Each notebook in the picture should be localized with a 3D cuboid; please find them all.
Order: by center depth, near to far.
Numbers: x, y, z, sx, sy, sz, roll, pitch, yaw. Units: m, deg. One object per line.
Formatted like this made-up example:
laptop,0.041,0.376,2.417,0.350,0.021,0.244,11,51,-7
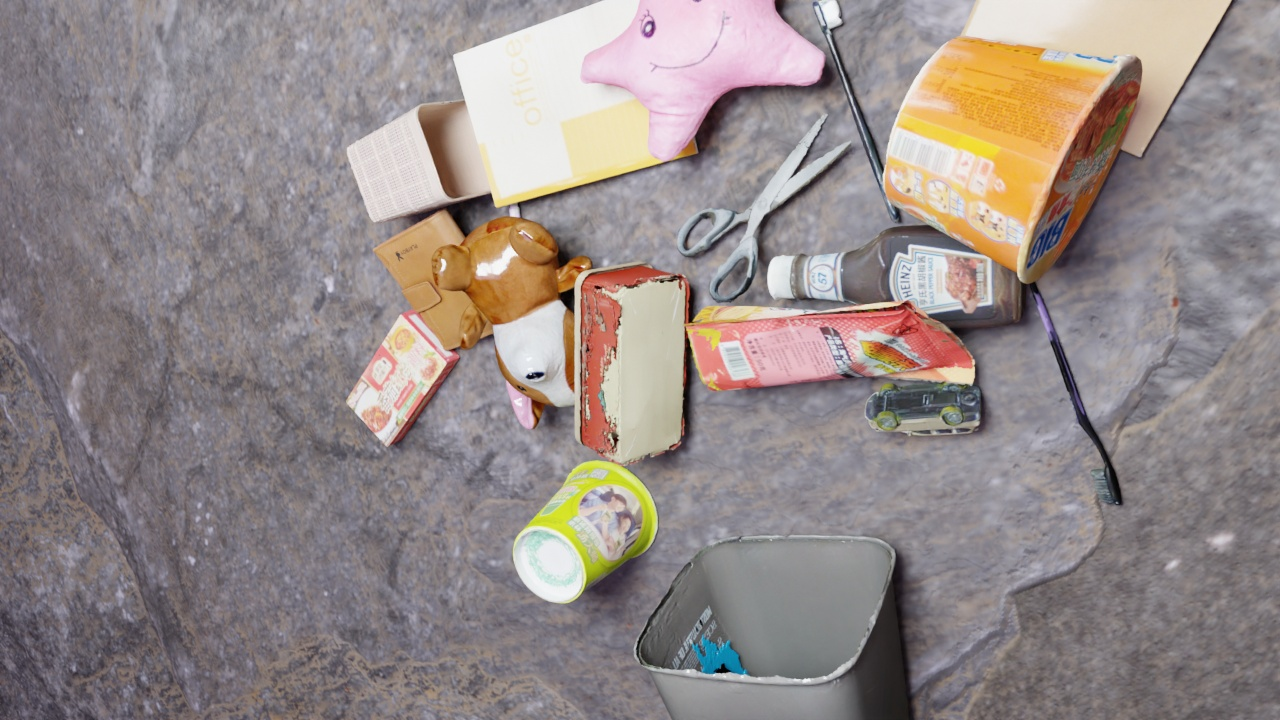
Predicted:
notebook,0.315,-0.263,0.609,0.149,0.012,0.212,29,119,18
notebook,-0.061,-0.229,0.812,0.207,0.010,0.146,-10,101,24

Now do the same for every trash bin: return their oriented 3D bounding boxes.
trash bin,0.133,0.294,0.804,0.199,0.198,0.220,-5,111,31

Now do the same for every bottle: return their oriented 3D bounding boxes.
bottle,0.198,-0.066,0.723,0.195,0.043,0.080,3,110,29

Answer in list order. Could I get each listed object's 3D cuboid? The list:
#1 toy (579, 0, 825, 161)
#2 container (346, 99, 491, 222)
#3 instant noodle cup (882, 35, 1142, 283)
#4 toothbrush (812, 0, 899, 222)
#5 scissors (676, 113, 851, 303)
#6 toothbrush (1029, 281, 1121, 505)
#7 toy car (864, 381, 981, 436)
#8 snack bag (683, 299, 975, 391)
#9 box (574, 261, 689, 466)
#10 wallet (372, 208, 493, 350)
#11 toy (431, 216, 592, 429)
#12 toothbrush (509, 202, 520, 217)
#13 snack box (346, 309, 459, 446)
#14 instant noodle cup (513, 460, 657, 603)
toy,0.035,-0.261,0.723,0.195,0.074,0.178,-22,86,25
container,-0.208,-0.186,0.876,0.111,0.090,0.090,-12,101,34
instant noodle cup,0.241,-0.141,0.611,0.111,0.151,0.152,30,119,29
toothbrush,0.171,-0.193,0.710,0.018,0.015,0.181,-18,98,23
scissors,0.096,-0.126,0.764,0.166,0.014,0.163,10,95,38
toothbrush,0.329,0.026,0.701,0.017,0.014,0.189,-18,98,44
toy car,0.228,0.041,0.743,0.091,0.042,0.035,-4,127,23
snack bag,0.146,-0.012,0.732,0.208,0.128,0.073,-2,66,35
box,-0.005,0.005,0.818,0.077,0.091,0.168,22,119,46
wallet,-0.196,-0.078,0.921,0.108,0.031,0.132,-17,113,36
toy,-0.098,-0.034,0.849,0.140,0.130,0.200,-17,117,11
toothbrush,-0.117,-0.093,0.898,0.029,0.020,0.190,-9,108,-14
snack box,-0.265,0.021,1.014,0.075,0.025,0.153,46,122,7
instant noodle cup,-0.060,0.172,0.897,0.112,0.123,0.112,10,111,26
